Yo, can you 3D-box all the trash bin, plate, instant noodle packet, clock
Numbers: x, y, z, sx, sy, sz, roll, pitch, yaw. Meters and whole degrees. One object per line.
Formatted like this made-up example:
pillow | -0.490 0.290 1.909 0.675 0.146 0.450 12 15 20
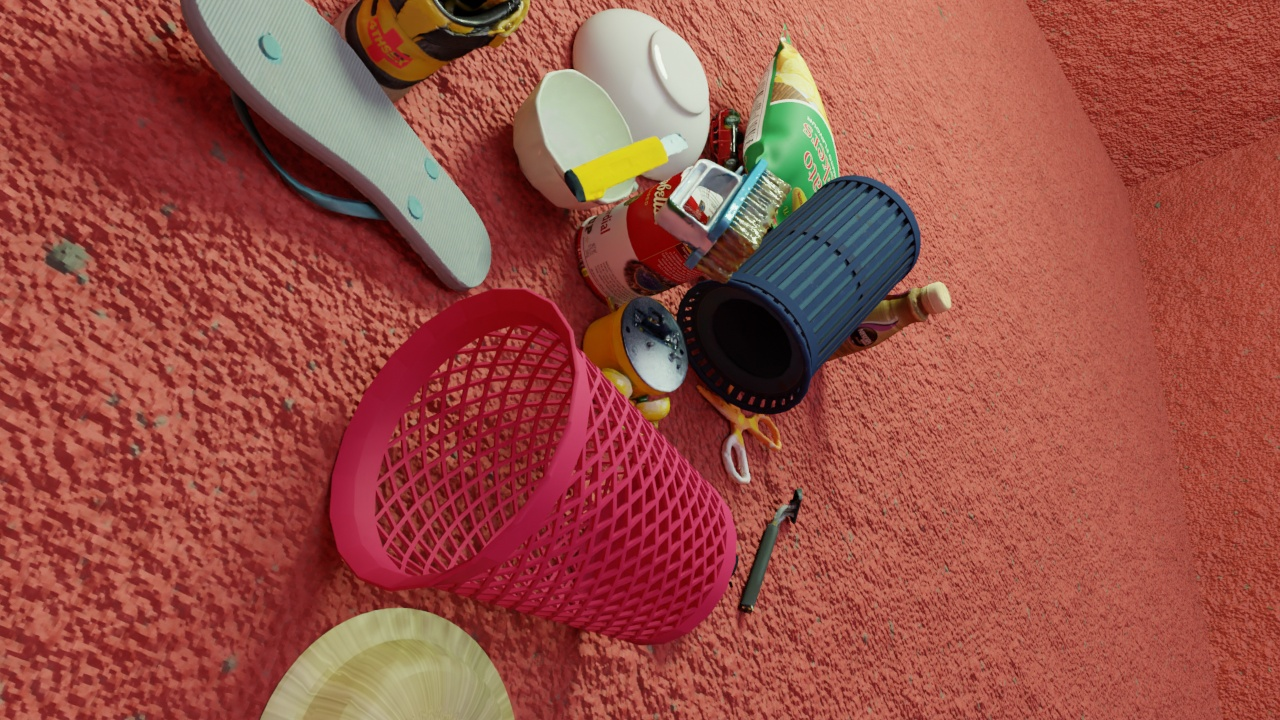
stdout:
trash bin | 0.163 -0.075 0.887 0.248 0.140 0.139 -41 107 -36
plate | -0.127 0.234 0.522 0.184 0.036 0.184 25 56 -43
instant noodle packet | 0.173 -0.222 1.037 0.196 0.090 0.252 58 37 -46
clock | -0.004 0.004 0.759 0.083 0.057 0.118 28 53 -42

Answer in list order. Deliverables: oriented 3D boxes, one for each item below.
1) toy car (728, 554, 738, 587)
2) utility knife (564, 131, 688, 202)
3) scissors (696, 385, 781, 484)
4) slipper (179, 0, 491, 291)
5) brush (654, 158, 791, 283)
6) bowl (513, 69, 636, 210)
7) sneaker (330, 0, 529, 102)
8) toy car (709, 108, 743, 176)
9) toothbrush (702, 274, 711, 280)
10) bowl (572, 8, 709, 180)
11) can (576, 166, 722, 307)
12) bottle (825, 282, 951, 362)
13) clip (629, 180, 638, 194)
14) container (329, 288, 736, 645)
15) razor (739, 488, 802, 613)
toy car | 0.051 0.182 0.767 0.111 0.034 0.046 -39 105 -51
utility knife | -0.005 -0.165 0.765 0.190 0.018 0.030 -36 108 -48
scissors | 0.095 0.065 0.892 0.125 0.011 0.127 39 46 -27
slipper | -0.195 -0.144 0.609 0.269 0.055 0.098 47 39 -44
brush | 0.068 -0.125 0.718 0.075 0.056 0.135 38 43 -4
bowl | -0.063 -0.175 0.766 0.117 0.061 0.117 25 55 -42
sneaker | -0.126 -0.284 0.687 0.086 0.122 0.237 52 42 -24
toy car | 0.094 -0.230 0.998 0.042 0.036 0.091 62 23 -64
toothbrush | 0.078 -0.090 0.929 0.222 0.027 0.027 32 28 -39
bowl | 0.017 -0.270 0.901 0.176 0.066 0.176 25 56 -43
can | 0.015 -0.102 0.782 0.086 0.117 0.086 25 56 -43
bottle | 0.259 -0.046 1.017 0.059 0.166 0.059 25 55 -43
clip | -0.029 -0.181 0.842 0.078 0.023 0.050 27 53 -44
container | -0.047 0.091 0.588 0.225 0.184 0.182 40 46 -43
razor | 0.121 0.179 0.868 0.143 0.022 0.043 -53 155 -43
